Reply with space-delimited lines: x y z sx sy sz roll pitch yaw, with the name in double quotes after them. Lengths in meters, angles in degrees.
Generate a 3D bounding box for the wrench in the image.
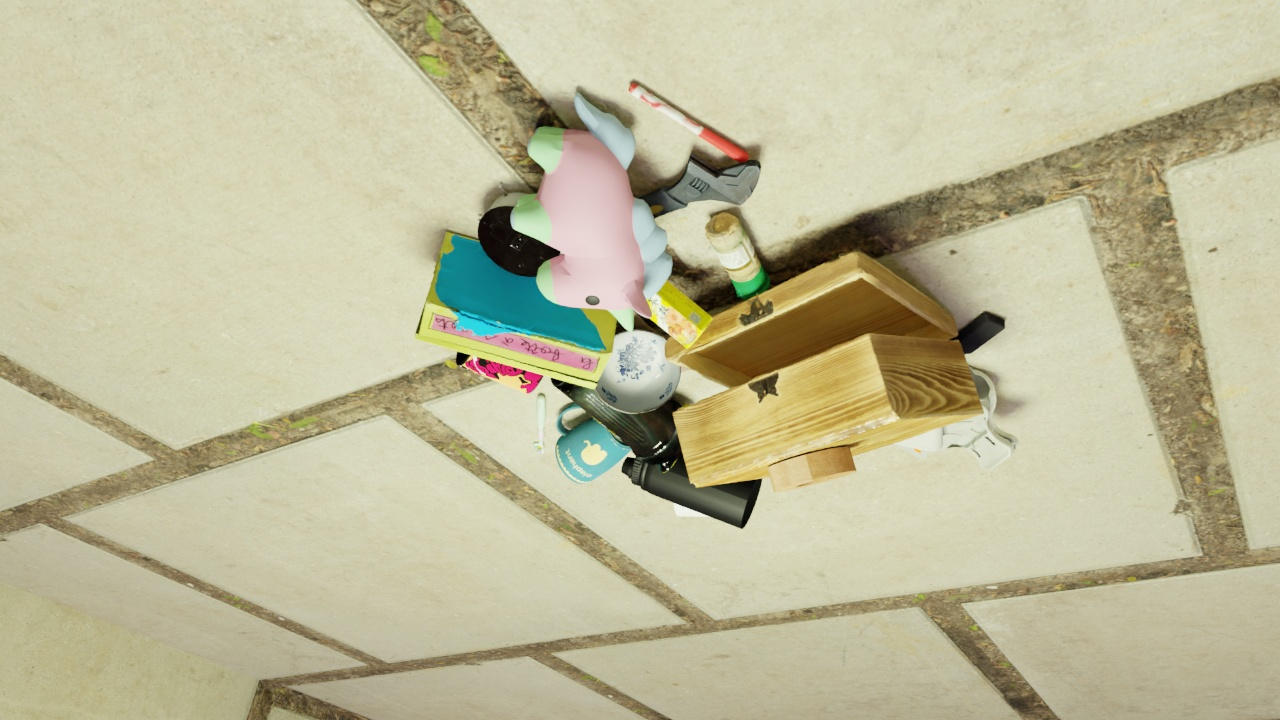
0.007 -0.163 0.983 0.274 0.022 0.073 -18 134 33 "wrench"

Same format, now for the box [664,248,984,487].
0.217 0.021 1.089 0.280 0.192 0.250 -27 160 38 "box"

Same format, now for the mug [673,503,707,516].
0.109 0.202 1.428 0.105 0.082 0.082 -2 144 13 "mug"

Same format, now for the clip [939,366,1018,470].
0.427 0.072 1.212 0.152 0.101 0.127 26 143 -3 "clip"

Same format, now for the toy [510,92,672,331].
-0.041 -0.146 0.927 0.171 0.120 0.223 16 113 -5 "toy"

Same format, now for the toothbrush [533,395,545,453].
-0.151 0.096 1.378 0.022 0.015 0.155 37 149 17 "toothbrush"

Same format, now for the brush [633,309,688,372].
0.020 -0.030 1.180 0.050 0.015 0.135 -19 132 36 "brush"

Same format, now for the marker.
0.049 -0.231 0.896 0.142 0.012 0.013 26 140 -24 "marker"

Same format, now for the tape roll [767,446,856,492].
0.190 0.122 1.020 0.094 0.027 0.094 -13 166 -3 "tape roll"

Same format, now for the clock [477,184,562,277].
-0.120 -0.134 1.016 0.122 0.035 0.095 33 137 -12 "clock"

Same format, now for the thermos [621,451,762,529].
0.071 0.173 1.354 0.199 0.085 0.086 19 148 18 "thermos"

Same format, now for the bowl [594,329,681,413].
-0.007 0.007 1.167 0.114 0.045 0.114 -1 112 -2 "bowl"

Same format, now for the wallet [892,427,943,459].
0.337 0.079 1.205 0.119 0.037 0.115 12 129 32 "wallet"

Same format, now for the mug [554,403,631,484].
-0.071 0.111 1.342 0.104 0.084 0.112 -34 100 35 "mug"

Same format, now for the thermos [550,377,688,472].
-0.018 0.061 1.250 0.098 0.098 0.221 -26 128 37 "thermos"

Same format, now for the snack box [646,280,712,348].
0.012 -0.077 1.048 0.148 0.028 0.040 39 142 2 "snack box"

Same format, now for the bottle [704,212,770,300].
0.108 -0.115 1.022 0.043 0.043 0.111 -12 140 23 "bottle"

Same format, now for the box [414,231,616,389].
-0.140 -0.059 1.073 0.221 0.124 0.080 13 142 -11 "box"

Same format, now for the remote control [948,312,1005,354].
0.394 -0.014 1.139 0.032 0.015 0.137 19 143 -17 "remote control"

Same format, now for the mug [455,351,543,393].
-0.164 -0.027 1.166 0.098 0.081 0.118 24 113 -23 "mug"
